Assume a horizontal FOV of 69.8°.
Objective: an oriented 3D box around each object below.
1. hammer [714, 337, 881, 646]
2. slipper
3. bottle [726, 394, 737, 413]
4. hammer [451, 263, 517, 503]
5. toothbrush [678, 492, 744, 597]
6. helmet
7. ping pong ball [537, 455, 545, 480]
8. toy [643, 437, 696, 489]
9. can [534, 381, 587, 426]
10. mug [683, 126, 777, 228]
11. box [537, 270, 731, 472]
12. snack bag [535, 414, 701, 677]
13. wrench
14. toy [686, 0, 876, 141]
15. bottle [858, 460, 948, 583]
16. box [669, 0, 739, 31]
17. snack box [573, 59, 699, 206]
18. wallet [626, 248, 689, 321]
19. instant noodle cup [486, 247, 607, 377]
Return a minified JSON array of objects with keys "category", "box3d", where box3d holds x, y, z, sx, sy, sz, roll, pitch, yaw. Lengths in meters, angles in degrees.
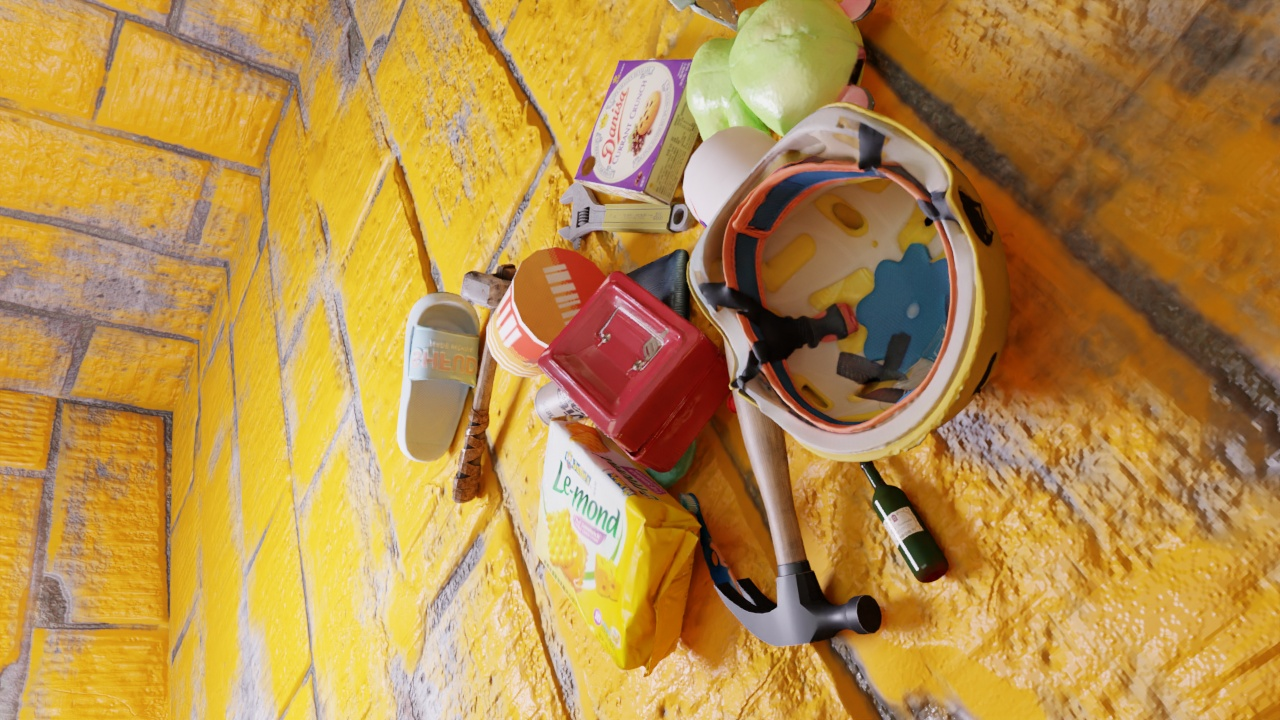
[{"category":"hammer","box3d":[0.096,0.068,0.731,0.133,0.040,0.305,-27,69,48]},{"category":"slipper","box3d":[-0.272,0.028,1.258,0.074,0.104,0.245,27,108,52]},{"category":"bottle","box3d":[0.116,0.032,0.761,0.119,0.036,0.036,-10,71,53]},{"category":"hammer","box3d":[-0.196,0.033,1.163,0.049,0.121,0.319,20,106,24]},{"category":"toothbrush","box3d":[0.063,0.168,0.810,0.022,0.017,0.135,-57,39,30]},{"category":"helmet","box3d":[0.164,-0.046,0.637,0.210,0.139,0.239,-46,58,36]},{"category":"ping pong ball","box3d":[-0.095,0.122,1.025,0.040,0.040,0.040,-23,61,50]},{"category":"toy","box3d":[0.027,0.074,0.878,0.085,0.033,0.105,4,86,63]},{"category":"can","box3d":[-0.058,0.032,0.990,0.136,0.054,0.054,-25,59,48]},{"category":"mug","box3d":[0.106,-0.130,0.753,0.091,0.121,0.090,-66,30,24]},{"category":"box","box3d":[-0.002,0.008,0.843,0.129,0.092,0.157,-52,42,5]},{"category":"snack bag","box3d":[-0.026,0.168,0.870,0.247,0.068,0.160,38,122,53]},{"category":"wrench","box3d":[-0.024,-0.165,1.037,0.274,0.018,0.083,11,89,55]},{"category":"toy","box3d":[0.114,-0.251,0.805,0.197,0.107,0.150,-14,66,61]},{"category":"bottle","box3d":[0.183,0.109,0.653,0.025,0.025,0.106,-54,41,30]},{"category":"box","box3d":[0.031,-0.419,0.939,0.041,0.134,0.196,-37,50,29]},{"category":"snack box","box3d":[0.003,-0.246,0.980,0.148,0.040,0.143,25,94,53]},{"category":"wallet","box3d":[0.010,-0.058,0.949,0.115,0.026,0.089,-22,61,50]},{"category":"instant noodle cup","box3d":[-0.109,-0.045,1.040,0.121,0.123,0.123,-35,52,53]}]
